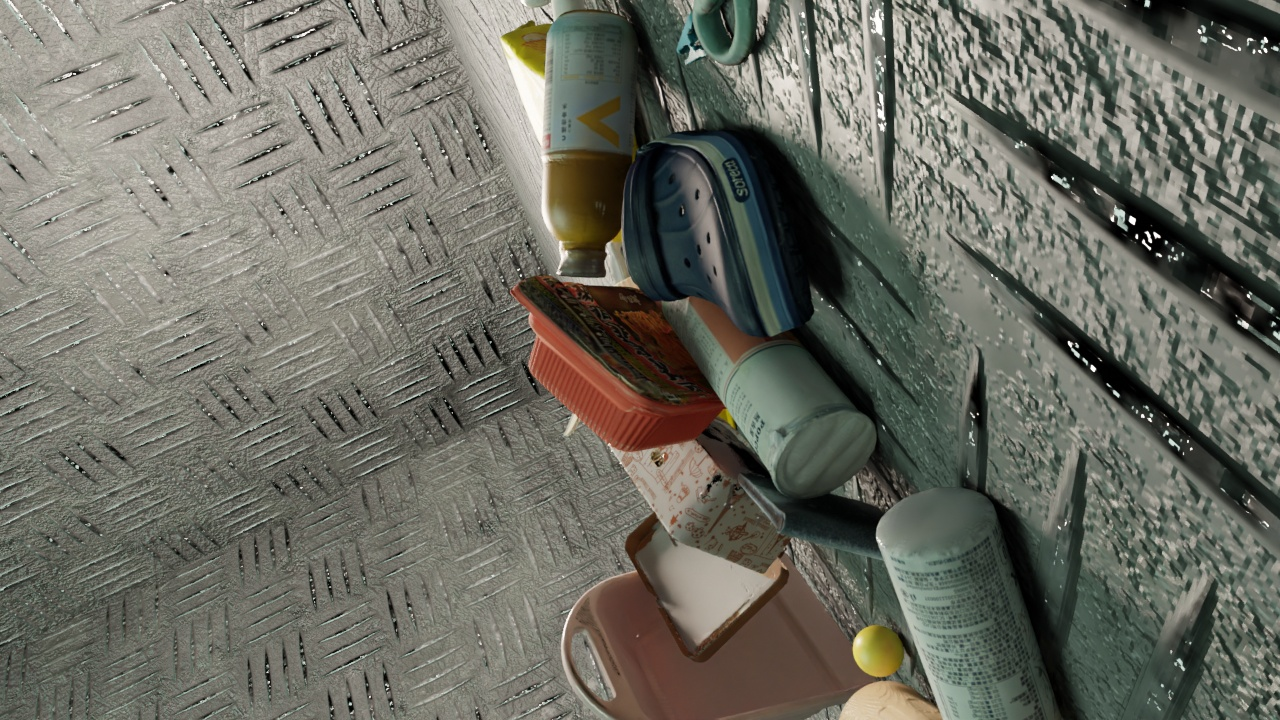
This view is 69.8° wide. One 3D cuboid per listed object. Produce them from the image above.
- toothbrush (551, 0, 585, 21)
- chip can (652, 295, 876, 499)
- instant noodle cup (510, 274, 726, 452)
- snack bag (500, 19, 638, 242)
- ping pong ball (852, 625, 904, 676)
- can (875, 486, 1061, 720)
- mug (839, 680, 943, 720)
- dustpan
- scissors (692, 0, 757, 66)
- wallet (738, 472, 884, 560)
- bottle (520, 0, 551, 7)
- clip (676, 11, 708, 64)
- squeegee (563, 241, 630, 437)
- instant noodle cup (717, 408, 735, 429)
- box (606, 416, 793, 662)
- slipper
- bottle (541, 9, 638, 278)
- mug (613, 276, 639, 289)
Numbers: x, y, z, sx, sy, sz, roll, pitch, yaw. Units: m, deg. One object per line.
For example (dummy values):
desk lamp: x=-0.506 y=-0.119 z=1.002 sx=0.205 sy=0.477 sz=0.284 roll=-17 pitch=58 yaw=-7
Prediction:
toothbrush: x=-0.050 y=-0.222 z=0.721 sx=0.026 sy=0.026 sz=0.221 roll=-26 pitch=-69 yaw=-65
chip can: x=0.075 y=-0.003 z=0.636 sx=0.214 sy=0.071 sz=0.071 roll=58 pitch=172 yaw=48
instant noodle cup: x=-0.004 y=0.004 z=0.718 sx=0.164 sy=0.079 sz=0.188 roll=41 pitch=-156 yaw=28
snack bag: x=-0.055 y=-0.225 z=0.869 sx=0.246 sy=0.068 sz=0.158 roll=56 pitch=170 yaw=53
ping pong ball: x=0.193 y=0.235 z=0.744 sx=0.040 sy=0.040 sz=0.040 roll=63 pitch=174 yaw=11
can: x=0.168 y=0.139 z=0.465 sx=0.147 sy=0.058 sz=0.058 roll=66 pitch=174 yaw=-18
mug: x=0.220 y=0.311 z=0.695 sx=0.124 sy=0.084 sz=0.103 roll=40 pitch=172 yaw=0
dustpan: x=0.069 y=0.280 z=0.931 sx=0.222 sy=0.273 sz=0.139 roll=51 pitch=170 yaw=49
scissors: x=0.018 y=-0.233 z=0.435 sx=0.170 sy=0.019 sz=0.178 roll=76 pitch=168 yaw=-70
wallet: x=0.121 y=0.100 z=0.596 sx=0.121 sy=0.097 sz=0.019 roll=-138 pitch=64 yaw=-81
bottle: x=-0.106 y=-0.375 z=0.723 sx=0.206 sy=0.059 sz=0.059 roll=74 pitch=169 yaw=-57
clip: x=0.032 y=-0.184 z=0.531 sx=0.049 sy=0.015 sz=0.057 roll=63 pitch=173 yaw=-6
squeegee: x=-0.021 y=-0.060 z=0.985 sx=0.039 sy=0.246 sz=0.247 roll=19 pitch=156 yaw=4
instant noodle cup: x=0.030 y=0.046 z=1.051 sx=0.138 sy=0.109 sz=0.138 roll=62 pitch=174 yaw=11
box: x=0.037 y=0.161 z=0.904 sx=0.157 sy=0.193 sz=0.183 roll=29 pitch=-168 yaw=-34
slipper: x=0.029 y=-0.090 z=0.591 sx=0.252 sy=0.095 sz=0.105 roll=-118 pitch=3 yaw=-63
bottle: x=-0.039 y=-0.156 z=0.680 sx=0.068 sy=0.068 sz=0.189 roll=-148 pitch=60 yaw=-80
mug: x=0.022 y=-0.034 z=0.892 sx=0.106 sy=0.081 sz=0.115 roll=67 pitch=161 yaw=-1
